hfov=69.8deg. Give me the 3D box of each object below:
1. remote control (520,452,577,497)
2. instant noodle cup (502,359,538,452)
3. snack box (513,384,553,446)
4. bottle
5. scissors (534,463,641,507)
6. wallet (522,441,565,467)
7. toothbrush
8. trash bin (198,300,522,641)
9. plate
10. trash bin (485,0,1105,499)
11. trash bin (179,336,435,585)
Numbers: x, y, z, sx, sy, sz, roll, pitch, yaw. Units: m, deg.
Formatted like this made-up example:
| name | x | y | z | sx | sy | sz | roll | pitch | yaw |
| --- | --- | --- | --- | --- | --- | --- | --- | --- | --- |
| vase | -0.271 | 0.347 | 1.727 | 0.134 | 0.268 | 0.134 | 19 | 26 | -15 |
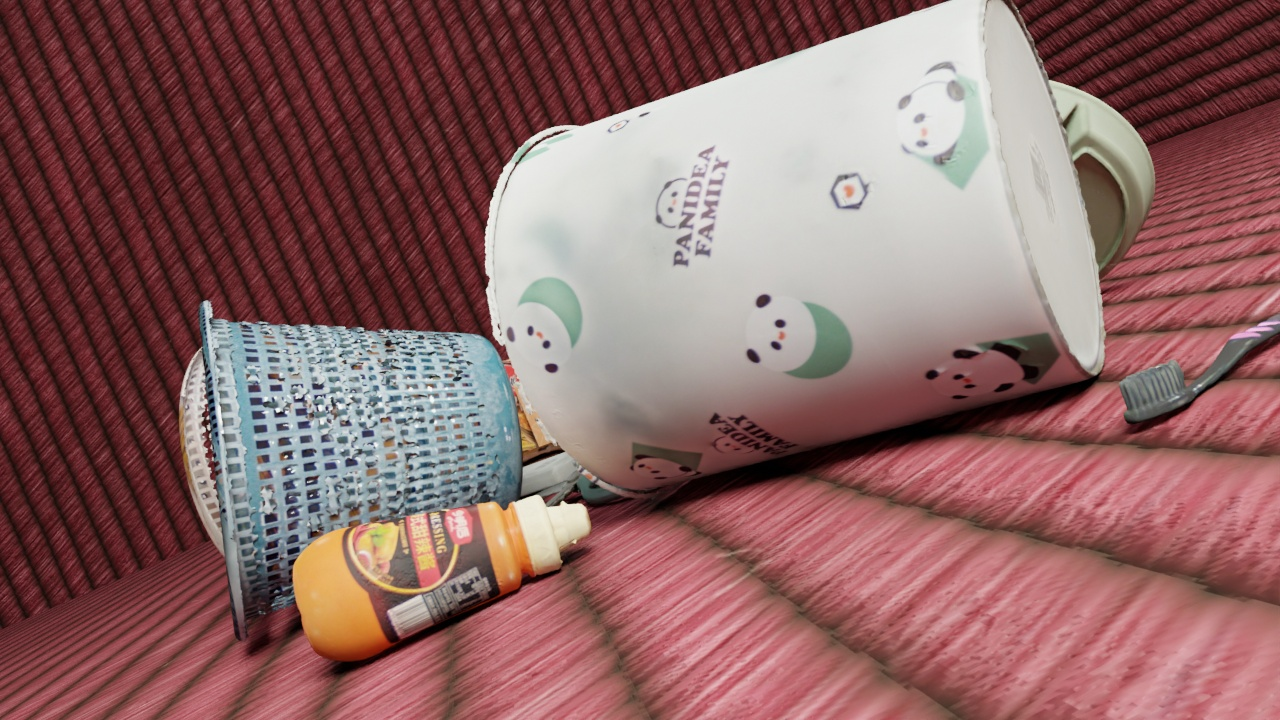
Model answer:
| name | x | y | z | sx | sy | sz | roll | pitch | yaw |
| --- | --- | --- | --- | --- | --- | --- | --- | --- | --- |
| remote control | -0.113 | 0.113 | 0.823 | 0.150 | 0.021 | 0.058 | -21 | 4 | 30 |
| instant noodle cup | -0.179 | 0.073 | 1.015 | 0.138 | 0.108 | 0.138 | -22 | -13 | -5 |
| snack box | -0.074 | 0.049 | 1.004 | 0.077 | 0.094 | 0.092 | -22 | 3 | 15 |
| bottle | -0.097 | 0.104 | 0.475 | 0.149 | 0.067 | 0.067 | -16 | 1 | -12 |
| scissors | -0.007 | 0.065 | 0.677 | 0.170 | 0.019 | 0.174 | -18 | 17 | 49 |
| wallet | -0.093 | 0.097 | 0.909 | 0.125 | 0.032 | 0.101 | -21 | 0 | 22 |
| toothbrush | 0.250 | -0.015 | 0.363 | 0.188 | 0.018 | 0.014 | -22 | 0 | -25 |
| trash bin | -0.196 | 0.065 | 0.651 | 0.194 | 0.226 | 0.227 | -6 | -5 | -25 |
| plate | 0.209 | -0.091 | 0.605 | 0.231 | 0.230 | 0.027 | -21 | 46 | 41 |
| trash bin | 0.088 | -0.056 | 0.489 | 0.253 | 0.229 | 0.228 | -14 | 7 | 34 |
| trash bin | -0.264 | 0.069 | 0.827 | 0.192 | 0.227 | 0.227 | -14 | 3 | 1 |
